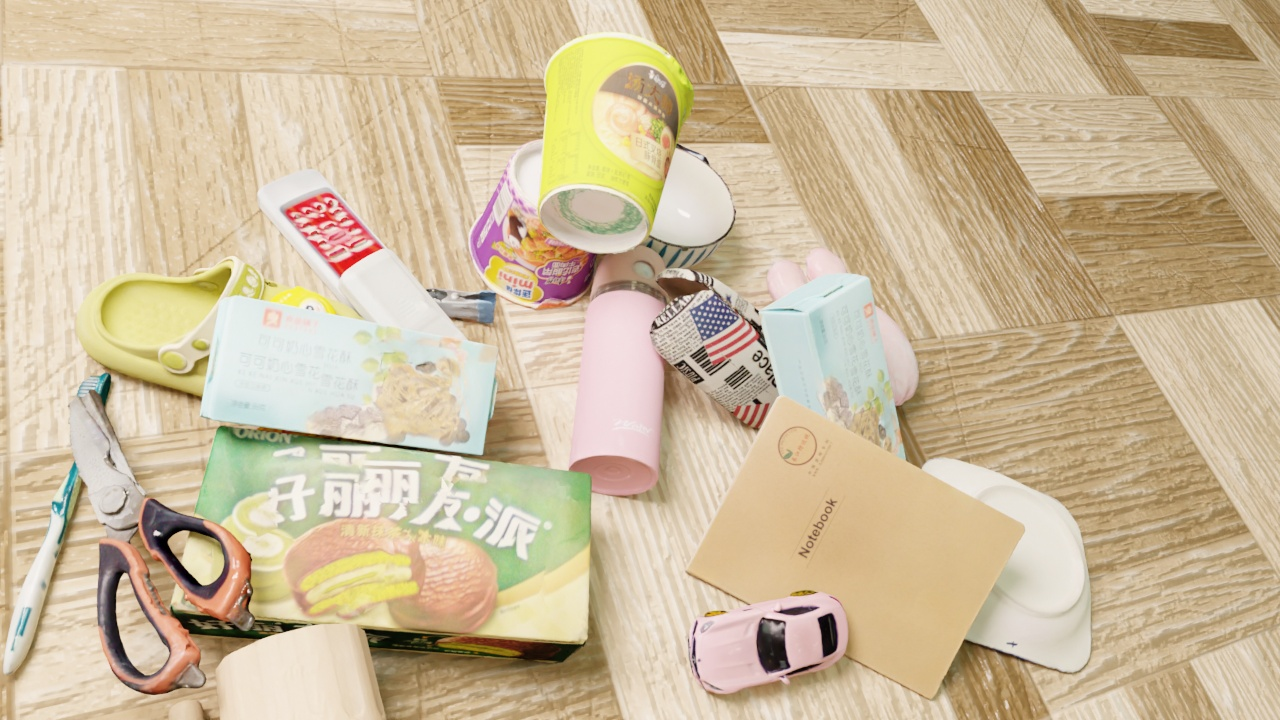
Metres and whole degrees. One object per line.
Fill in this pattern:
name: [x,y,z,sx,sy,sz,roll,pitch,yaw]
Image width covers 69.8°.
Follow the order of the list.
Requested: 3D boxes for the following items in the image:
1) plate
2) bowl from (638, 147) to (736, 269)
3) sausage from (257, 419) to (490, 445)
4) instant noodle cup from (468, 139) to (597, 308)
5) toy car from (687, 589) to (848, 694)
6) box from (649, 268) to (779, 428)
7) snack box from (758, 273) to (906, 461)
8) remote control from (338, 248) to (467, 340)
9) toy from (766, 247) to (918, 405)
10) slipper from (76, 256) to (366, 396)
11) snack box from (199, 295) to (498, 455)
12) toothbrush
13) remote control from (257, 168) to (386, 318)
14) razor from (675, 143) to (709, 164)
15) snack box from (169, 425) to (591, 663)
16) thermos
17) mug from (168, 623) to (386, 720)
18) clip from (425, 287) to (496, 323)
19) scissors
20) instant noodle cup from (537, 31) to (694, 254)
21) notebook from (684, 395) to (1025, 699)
plate: [0.306,0.159,0.752,0.163,0.034,0.163,20,53,-9]
bowl: [0.017,-0.124,0.795,0.116,0.066,0.116,11,55,-15]
sausage: [-0.184,0.049,0.632,0.165,0.022,0.021,-4,61,-24]
instant noodle cup: [-0.074,-0.114,0.734,0.111,0.099,0.111,11,55,-17]
toy car: [0.091,0.193,0.631,0.122,0.037,0.056,-6,86,-23]
box: [0.069,-0.002,0.712,0.163,0.076,0.087,41,62,-37]
snack box: [0.151,0.026,0.706,0.074,0.052,0.175,-29,112,-32]
remote control: [-0.164,-0.024,0.672,0.125,0.024,0.048,51,55,-4]
toy: [0.176,-0.025,0.801,0.121,0.054,0.159,-18,74,-32]
slipper: [-0.272,-0.022,0.607,0.190,0.082,0.091,11,58,-12]
snack box: [-0.181,0.013,0.584,0.174,0.052,0.074,11,84,-31]
toothbrush: [-0.347,0.089,0.545,0.018,0.016,0.191,3,57,-8]
remote control: [-0.234,-0.092,0.703,0.055,0.020,0.136,-35,77,-34]
razor: [0.002,-0.215,0.876,0.142,0.022,0.042,22,56,-8]
snack box: [-0.151,0.119,0.573,0.240,0.063,0.114,10,58,-15]
thermos: [-0.004,0.004,0.707,0.087,0.067,0.198,19,53,-18]
mug: [-0.192,0.211,0.486,0.125,0.084,0.103,-26,64,8]
clip: [-0.140,-0.043,0.707,0.058,0.026,0.038,7,48,-11]
scissors: [-0.275,0.081,0.517,0.185,0.015,0.208,-8,58,11]
instant noodle cup: [-0.023,-0.146,0.652,0.111,0.112,0.123,15,63,-13]
notebook: [0.157,0.137,0.668,0.207,0.008,0.148,28,91,-3]
